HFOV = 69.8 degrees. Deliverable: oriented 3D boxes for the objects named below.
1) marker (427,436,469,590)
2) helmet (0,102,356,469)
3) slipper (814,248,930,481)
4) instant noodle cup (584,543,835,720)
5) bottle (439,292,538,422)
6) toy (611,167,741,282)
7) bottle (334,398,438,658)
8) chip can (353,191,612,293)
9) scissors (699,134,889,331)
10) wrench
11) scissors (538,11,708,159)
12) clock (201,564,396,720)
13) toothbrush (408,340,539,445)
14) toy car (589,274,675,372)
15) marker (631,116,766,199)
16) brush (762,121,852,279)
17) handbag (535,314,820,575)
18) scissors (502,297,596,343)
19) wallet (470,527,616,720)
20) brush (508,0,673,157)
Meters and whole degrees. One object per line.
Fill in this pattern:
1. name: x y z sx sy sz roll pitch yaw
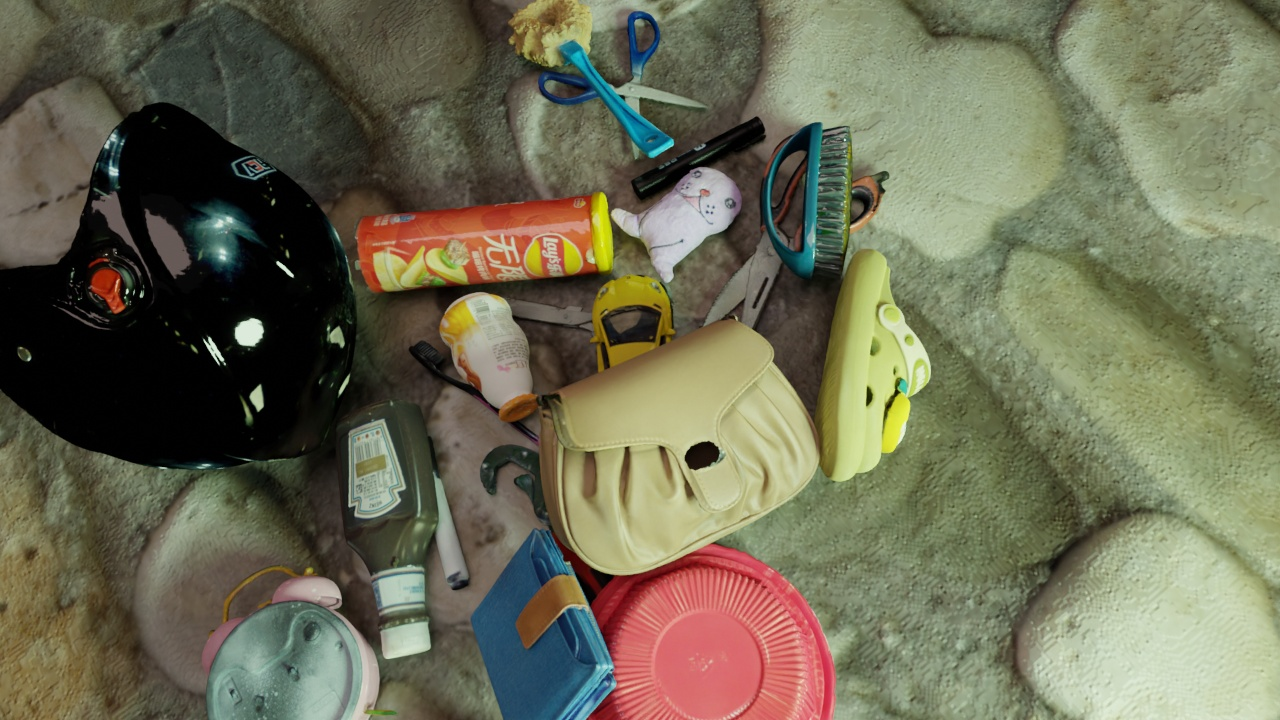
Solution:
1. marker: -0.161 0.120 0.737 0.018 0.023 0.130 -3 60 -36
2. helmet: -0.333 -0.045 0.706 0.230 0.233 0.275 18 110 -2
3. slipper: 0.183 0.002 0.705 0.081 0.092 0.190 9 66 8
4. instant noodle cup: 0.044 0.215 0.636 0.194 0.066 0.193 0 64 0
5. bottle: -0.121 -0.002 0.758 0.063 0.063 0.108 -28 67 -5
6. toy: 0.038 -0.127 0.800 0.108 0.039 0.084 -38 75 -8
7. bottle: -0.195 0.131 0.720 0.080 0.044 0.194 -20 70 21
8. chip can: -0.133 -0.101 0.796 0.217 0.073 0.073 -4 68 7
9. scissors: 0.131 -0.107 0.793 0.215 0.015 0.195 -15 67 1
10. wrench: -0.040 0.173 0.702 0.056 0.016 0.273 -34 68 -7
11. scissors: -0.018 -0.263 0.877 0.162 0.012 0.172 -4 68 6
12. clock: -0.263 0.227 0.688 0.117 0.060 0.158 -36 70 -6
13. toothbrush: -0.123 0.036 0.771 0.189 0.014 0.017 34 64 18
14. toy car: -0.004 0.004 0.741 0.071 0.041 0.155 -4 81 5
15. marker: 0.053 -0.183 0.832 0.132 0.020 0.022 -28 97 -5
16. brush: 0.139 -0.134 0.764 0.073 0.055 0.143 5 70 8
17. handbag: 0.027 0.062 0.663 0.204 0.100 0.148 -24 94 -17
18. scissors: -0.057 -0.045 0.796 0.136 0.014 0.174 -42 68 -8
19. wallet: -0.072 0.198 0.642 0.106 0.040 0.133 -54 41 17
20. brush: -0.045 -0.264 0.844 0.083 0.046 0.254 -31 59 -8
